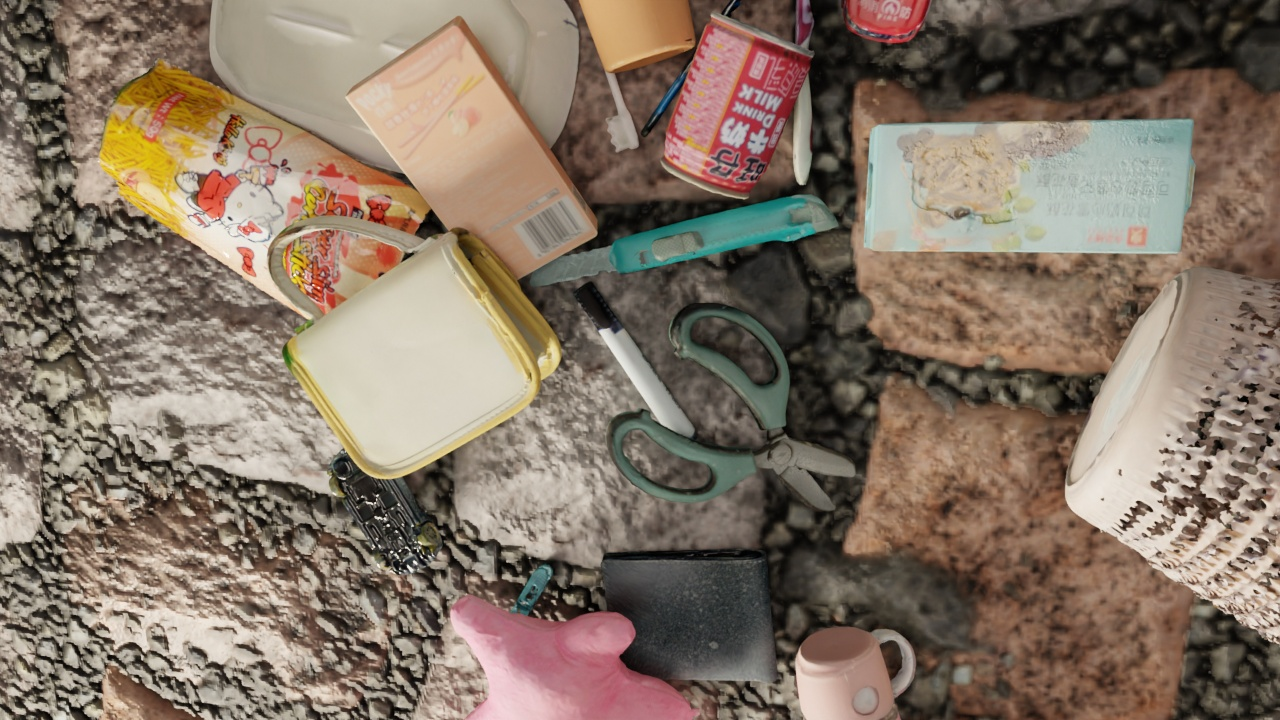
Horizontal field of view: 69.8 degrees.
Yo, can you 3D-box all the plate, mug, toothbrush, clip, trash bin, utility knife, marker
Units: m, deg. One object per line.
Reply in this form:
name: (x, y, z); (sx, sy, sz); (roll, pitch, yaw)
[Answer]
plate: (-0.173, -0.210, 0.606); (0.266, 0.034, 0.162); (18, 104, 7)
mug: (-0.011, -0.241, 0.550); (0.078, 0.078, 0.123); (-13, 103, 13)
toothbrush: (0.104, -0.203, 0.563); (0.017, 0.016, 0.187); (-1, 101, 1)
clip: (-0.082, 0.174, 0.673); (0.014, 0.048, 0.057); (32, 101, 4)
trash bin: (0.347, 0.053, 0.477); (0.192, 0.227, 0.228); (26, 105, 18)
toothbrush: (0.056, -0.215, 0.562); (0.016, 0.014, 0.190); (35, 112, -4)
utility knife: (0.023, -0.076, 0.605); (0.209, 0.013, 0.029); (-12, 93, 14)
marker: (-0.004, 0.004, 0.622); (0.018, 0.022, 0.130); (-34, 92, 16)
toothbrush: (-0.035, -0.221, 0.585); (0.016, 0.016, 0.180); (-19, 97, -15)

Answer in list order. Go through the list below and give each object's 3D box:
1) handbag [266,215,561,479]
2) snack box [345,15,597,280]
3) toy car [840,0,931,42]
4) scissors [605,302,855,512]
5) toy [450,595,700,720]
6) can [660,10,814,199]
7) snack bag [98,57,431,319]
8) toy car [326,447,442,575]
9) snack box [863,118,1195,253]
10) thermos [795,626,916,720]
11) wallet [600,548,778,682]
handbag: (-0.160, -0.027, 0.609); (0.164, 0.063, 0.179); (-29, 104, 22)
snack box: (-0.102, -0.126, 0.582); (0.084, 0.026, 0.157); (-27, 119, 15)
toy car: (0.152, -0.248, 0.530); (0.053, 0.045, 0.121); (14, 105, 10)
scissors: (0.071, 0.031, 0.608); (0.177, 0.019, 0.169); (12, 93, -4)
toy: (-0.048, 0.247, 0.650); (0.178, 0.074, 0.195); (7, 118, 6)
can: (0.056, -0.152, 0.552); (0.066, 0.066, 0.094); (24, 112, 6)
snack bag: (-0.258, -0.108, 0.633); (0.208, 0.073, 0.129); (31, 111, -2)
toy car: (-0.186, 0.107, 0.673); (0.049, 0.031, 0.105); (-29, 96, 15)
snack box: (0.222, -0.102, 0.540); (0.175, 0.051, 0.074); (2, 100, 11)
thermos: (0.160, 0.281, 0.627); (0.087, 0.067, 0.198); (-15, 97, -18)
wallet: (0.034, 0.183, 0.653); (0.121, 0.019, 0.097); (-4, 101, 14)
